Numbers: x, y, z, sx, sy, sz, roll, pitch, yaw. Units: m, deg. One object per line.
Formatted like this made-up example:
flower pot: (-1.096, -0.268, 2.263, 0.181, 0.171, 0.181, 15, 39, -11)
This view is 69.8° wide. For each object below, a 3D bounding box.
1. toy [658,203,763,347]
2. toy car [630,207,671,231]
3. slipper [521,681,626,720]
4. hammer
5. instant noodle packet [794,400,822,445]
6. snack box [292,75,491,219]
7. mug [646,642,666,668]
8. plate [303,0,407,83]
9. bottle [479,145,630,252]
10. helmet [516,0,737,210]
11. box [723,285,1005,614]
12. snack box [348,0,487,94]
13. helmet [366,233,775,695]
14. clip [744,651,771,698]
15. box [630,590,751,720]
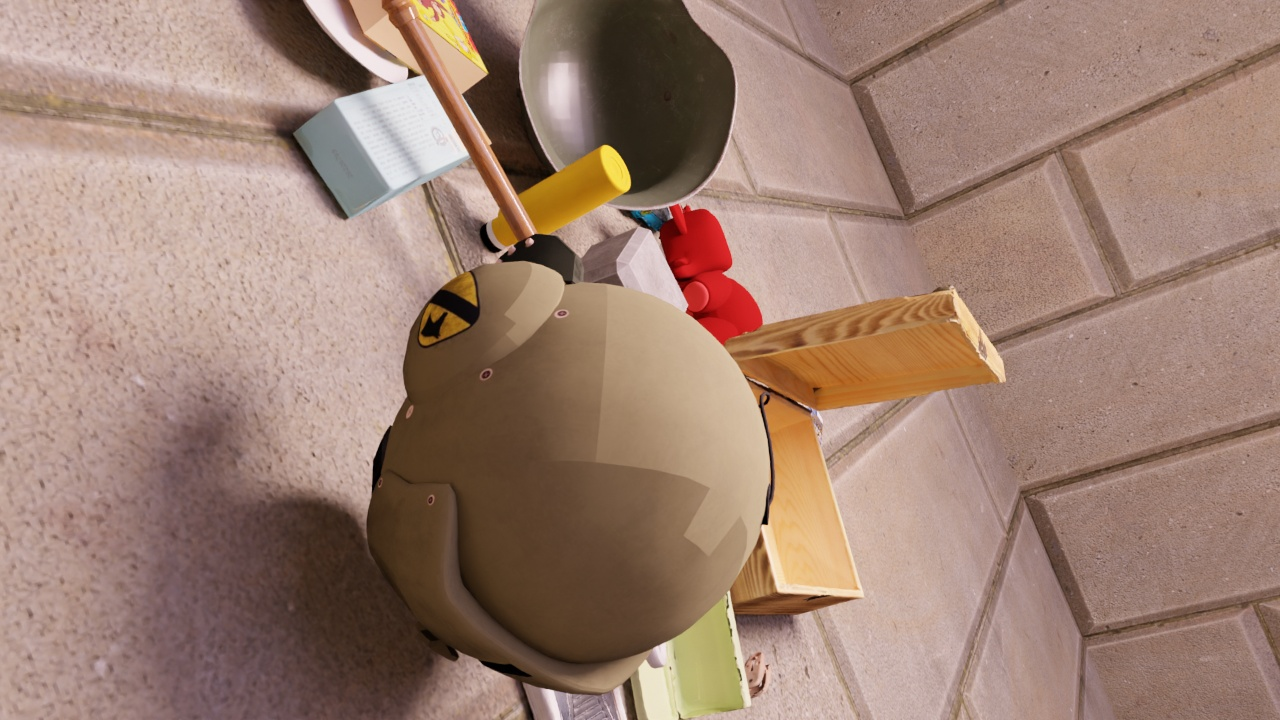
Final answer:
toy: (0.063, -0.090, 1.047, 0.158, 0.121, 0.197, -7, 79, -74)
toy car: (0.007, -0.189, 1.123, 0.105, 0.032, 0.048, 25, 48, -60)
slipper: (-0.016, 0.292, 0.677, 0.111, 0.063, 0.263, -4, 70, -61)
hammer: (-0.107, -0.131, 0.699, 0.318, 0.163, 0.082, 62, 27, -21)
instant noodle packet: (0.226, 0.077, 1.314, 0.134, 0.026, 0.086, 52, 34, -25)
snack box: (-0.192, -0.178, 0.736, 0.075, 0.053, 0.174, 59, 27, -13)
mug: (0.003, 0.182, 0.730, 0.090, 0.091, 0.121, 65, 14, -65)
plate: (-0.237, -0.277, 0.732, 0.134, 0.011, 0.134, 52, 17, -23)
bottle: (-0.079, -0.136, 0.805, 0.043, 0.144, 0.043, 40, 37, -40)
helmet: (-0.037, -0.282, 0.955, 0.226, 0.154, 0.268, -6, 94, -23)
box: (0.218, 0.083, 0.954, 0.279, 0.337, 0.286, 23, 48, -56)
snack box: (-0.196, -0.295, 0.789, 0.088, 0.040, 0.125, 64, 16, 19)
helmet: (-0.050, 0.072, 0.549, 0.250, 0.256, 0.232, 44, 32, -34)
clip: (0.120, 0.324, 0.936, 0.049, 0.026, 0.061, 50, 24, -36)
box: (0.036, 0.216, 0.806, 0.098, 0.082, 0.187, 37, 39, -63)
